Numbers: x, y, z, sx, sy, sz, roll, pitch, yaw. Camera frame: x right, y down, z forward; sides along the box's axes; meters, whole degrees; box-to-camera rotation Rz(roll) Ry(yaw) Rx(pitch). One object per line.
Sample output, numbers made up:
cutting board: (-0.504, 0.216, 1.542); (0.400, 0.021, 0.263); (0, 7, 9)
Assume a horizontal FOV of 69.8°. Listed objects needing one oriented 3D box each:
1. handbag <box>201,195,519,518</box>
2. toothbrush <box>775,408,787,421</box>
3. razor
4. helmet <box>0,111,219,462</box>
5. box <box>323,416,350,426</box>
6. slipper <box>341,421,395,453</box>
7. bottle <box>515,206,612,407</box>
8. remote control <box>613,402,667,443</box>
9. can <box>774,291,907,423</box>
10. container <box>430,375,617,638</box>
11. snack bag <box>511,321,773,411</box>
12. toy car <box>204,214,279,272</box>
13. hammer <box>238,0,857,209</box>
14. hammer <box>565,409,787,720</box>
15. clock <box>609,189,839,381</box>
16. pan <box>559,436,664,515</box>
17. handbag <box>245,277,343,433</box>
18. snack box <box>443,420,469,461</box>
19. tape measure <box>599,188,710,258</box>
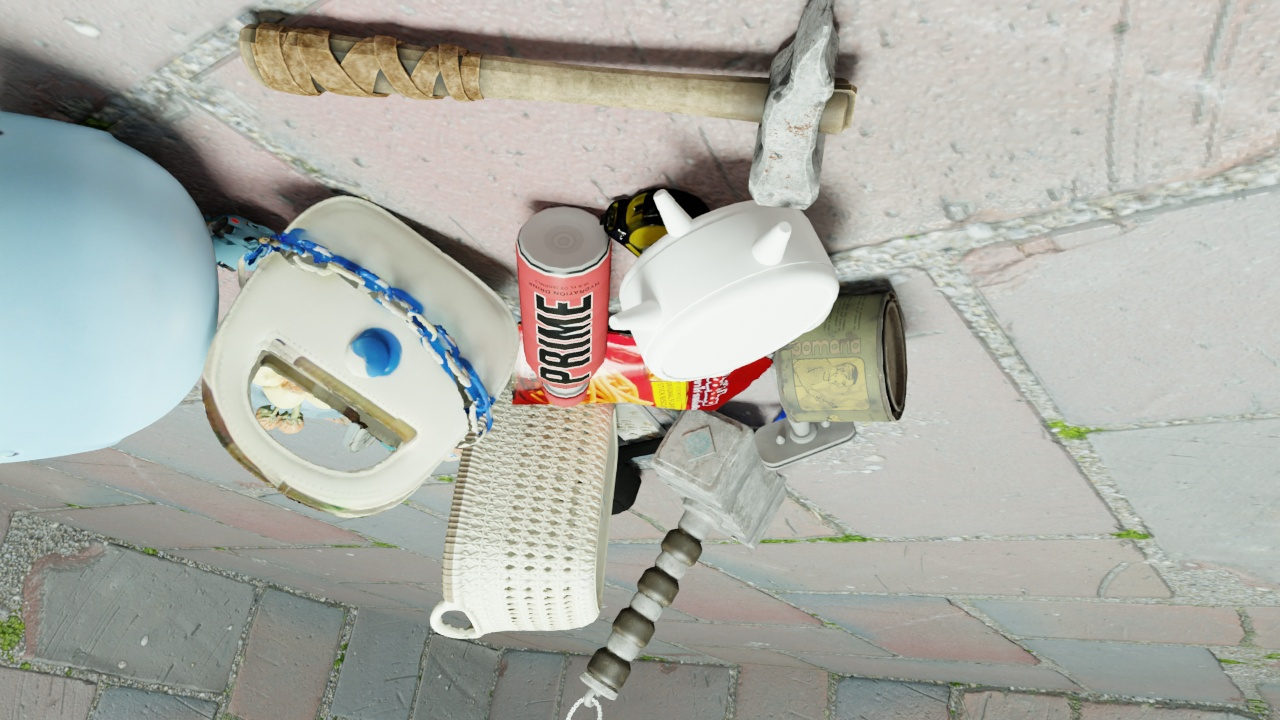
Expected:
handbag: (-0.194, 0.002, 0.632); (0.200, 0.199, 0.093); (35, 150, -17)
toothbrush: (0.133, 0.078, 0.921); (0.018, 0.016, 0.183); (5, 156, -3)
razor: (0.132, 0.037, 0.790); (0.088, 0.047, 0.116); (-21, 134, 5)
helmet: (-0.373, -0.044, 0.605); (0.166, 0.225, 0.266); (0, -171, -35)
box: (-0.375, 0.029, 0.969); (0.059, 0.056, 0.186); (-35, 141, 14)
slipper: (-0.231, 0.047, 0.883); (0.055, 0.098, 0.269); (49, 150, 3)
bottle: (-0.054, -0.027, 0.658); (0.062, 0.062, 0.177); (9, 144, 2)
remote control: (-0.004, 0.070, 0.961); (0.050, 0.011, 0.136); (-1, 154, 23)
can: (0.144, -0.001, 0.647); (0.075, 0.089, 0.090); (-3, 154, 26)
container: (-0.101, 0.133, 0.855); (0.143, 0.245, 0.185); (4, 148, 3)
snack bag: (-0.005, 0.005, 0.781); (0.208, 0.066, 0.139); (4, 156, -7)
toy car: (-0.310, -0.092, 0.695); (0.108, 0.027, 0.060); (5, 158, 35)
hammer: (-0.053, -0.143, 0.467); (0.319, 0.048, 0.122); (8, 154, 9)
hammer: (0.022, 0.210, 0.886); (0.079, 0.325, 0.177); (24, 164, 31)
clock: (0.051, -0.046, 0.561); (0.125, 0.072, 0.161); (-28, 160, 14)
pan: (-0.060, 0.129, 1.056); (0.204, 0.044, 0.357); (24, 156, -28)
handbag: (-0.291, 0.003, 0.790); (0.121, 0.118, 0.192); (15, 151, -21)
snack box: (-0.206, 0.078, 1.027); (0.152, 0.034, 0.087); (-14, 147, 43)
tape measure: (0.016, -0.081, 0.586); (0.061, 0.034, 0.061); (-13, 149, 38)
